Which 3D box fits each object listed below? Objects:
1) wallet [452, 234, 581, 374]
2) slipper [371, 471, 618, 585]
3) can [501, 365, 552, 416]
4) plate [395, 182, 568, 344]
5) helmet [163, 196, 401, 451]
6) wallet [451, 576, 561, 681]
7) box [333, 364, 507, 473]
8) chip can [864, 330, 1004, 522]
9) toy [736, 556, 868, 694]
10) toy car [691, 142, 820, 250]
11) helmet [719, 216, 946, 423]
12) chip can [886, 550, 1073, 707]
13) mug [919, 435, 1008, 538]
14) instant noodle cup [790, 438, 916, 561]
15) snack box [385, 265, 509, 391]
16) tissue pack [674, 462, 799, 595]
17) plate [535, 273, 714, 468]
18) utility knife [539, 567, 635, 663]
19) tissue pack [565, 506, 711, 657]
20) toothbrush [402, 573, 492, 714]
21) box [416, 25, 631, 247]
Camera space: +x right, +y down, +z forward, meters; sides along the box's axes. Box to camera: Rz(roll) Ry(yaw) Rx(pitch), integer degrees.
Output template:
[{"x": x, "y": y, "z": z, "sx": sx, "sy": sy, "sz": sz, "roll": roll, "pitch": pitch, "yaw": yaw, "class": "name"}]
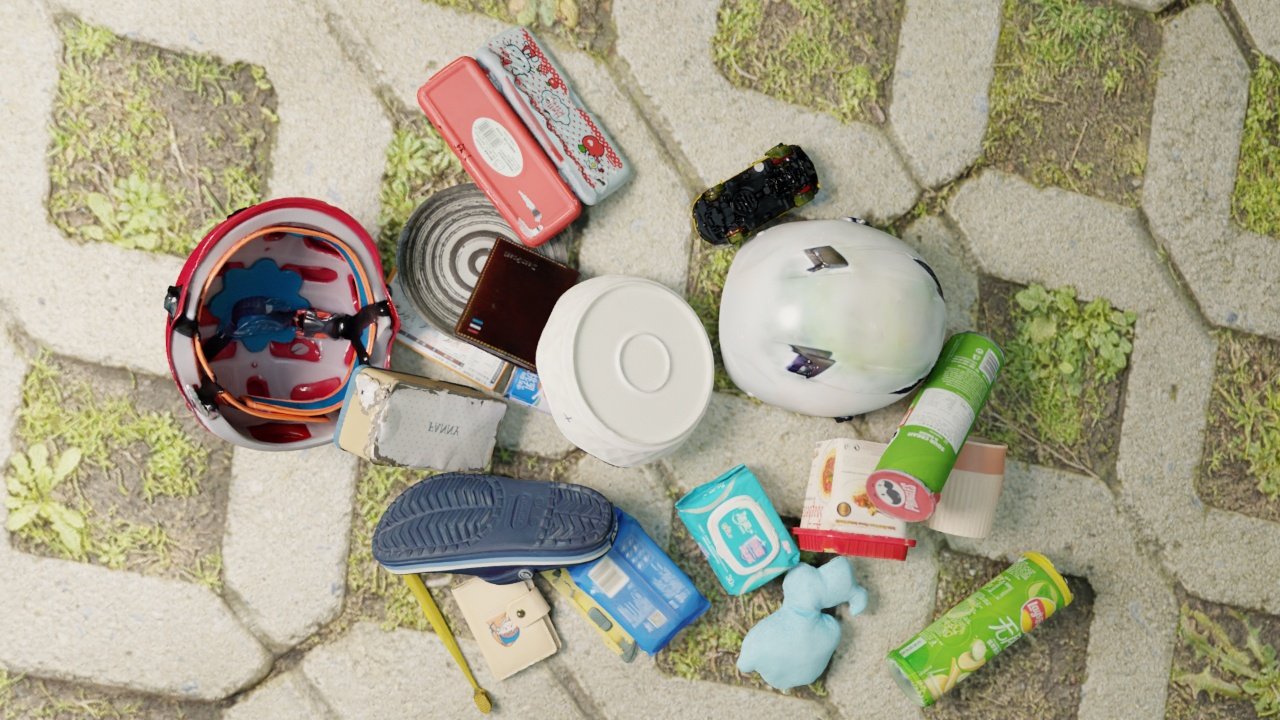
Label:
[{"x": -0.126, "y": -0.058, "z": 0.942, "sx": 0.096, "sy": 0.020, "sz": 0.122, "roll": 26, "pitch": 69, "yaw": -13, "class": "wallet"}, {"x": -0.148, "y": 0.180, "z": 0.961, "sx": 0.253, "sy": 0.105, "sz": 0.095, "roll": -4, "pitch": 135, "yaw": 5, "class": "slipper"}, {"x": -0.076, "y": 0.038, "z": 0.980, "sx": 0.134, "sy": 0.053, "sz": 0.053, "roll": 22, "pitch": 89, "yaw": -9, "class": "can"}, {"x": -0.165, "y": -0.099, "z": 0.959, "sx": 0.179, "sy": 0.024, "sz": 0.179, "roll": 4, "pitch": 77, "yaw": -19, "class": "plate"}, {"x": -0.350, "y": -0.041, "z": 0.875, "sx": 0.206, "sy": 0.144, "sz": 0.240, "roll": -3, "pitch": 106, "yaw": -41, "class": "helmet"}, {"x": -0.142, "y": 0.280, "z": 0.999, "sx": 0.087, "sy": 0.024, "sz": 0.115, "roll": -25, "pitch": 95, "yaw": -8, "class": "wallet"}, {"x": -0.209, "y": 0.062, "z": 0.911, "sx": 0.062, "sy": 0.184, "sz": 0.090, "roll": 18, "pitch": 88, "yaw": 31, "class": "box"}, {"x": 0.319, "y": 0.065, "z": 0.979, "sx": 0.072, "sy": 0.072, "sz": 0.235, "roll": 47, "pitch": 54, "yaw": -8, "class": "chip can"}, {"x": 0.184, "y": 0.303, "z": 1.036, "sx": 0.161, "sy": 0.050, "sz": 0.156, "roll": -6, "pitch": 95, "yaw": -12, "class": "toy"}, {"x": 0.124, "y": -0.180, "z": 1.005, "sx": 0.155, "sy": 0.041, "sz": 0.071, "roll": -32, "pitch": 97, "yaw": -8, "class": "toy car"}, {"x": 0.220, "y": -0.045, "z": 0.975, "sx": 0.258, "sy": 0.146, "sz": 0.229, "roll": 9, "pitch": 92, "yaw": -10, "class": "helmet"}, {"x": 0.387, "y": 0.310, "z": 1.057, "sx": 0.221, "sy": 0.072, "sz": 0.072, "roll": -33, "pitch": 97, "yaw": -6, "class": "chip can"}, {"x": 0.376, "y": 0.141, "z": 1.049, "sx": 0.114, "sy": 0.082, "sz": 0.106, "roll": 6, "pitch": 94, "yaw": -39, "class": "mug"}, {"x": 0.235, "y": 0.153, "z": 1.012, "sx": 0.116, "sy": 0.116, "sz": 0.124, "roll": 7, "pitch": 79, "yaw": -9, "class": "instant noodle cup"}, {"x": -0.205, "y": -0.035, "z": 0.970, "sx": 0.153, "sy": 0.026, "sz": 0.075, "roll": 30, "pitch": 88, "yaw": -10, "class": "snack box"}, {"x": 0.107, "y": 0.187, "z": 1.018, "sx": 0.093, "sy": 0.050, "sz": 0.133, "roll": -32, "pitch": 97, "yaw": -5, "class": "tissue pack"}, {"x": -0.006, "y": 0.006, "z": 0.953, "sx": 0.204, "sy": 0.046, "sz": 0.204, "roll": 7, "pitch": 76, "yaw": -30, "class": "plate"}, {"x": -0.062, "y": 0.270, "z": 1.017, "sx": 0.031, "sy": 0.018, "sz": 0.167, "roll": -44, "pitch": 94, "yaw": -10, "class": "utility knife"}, {"x": -0.005, "y": 0.242, "z": 1.003, "sx": 0.095, "sy": 0.052, "sz": 0.157, "roll": -44, "pitch": 98, "yaw": -2, "class": "tissue pack"}, {"x": -0.210, "y": 0.301, "z": 0.992, "sx": 0.015, "sy": 0.016, "sz": 0.190, "roll": -29, "pitch": 97, "yaw": -7, "class": "toothbrush"}, {"x": -0.116, "y": -0.236, "z": 0.954, "sx": 0.161, "sy": 0.059, "sz": 0.201, "roll": -40, "pitch": 99, "yaw": -16, "class": "box"}]
